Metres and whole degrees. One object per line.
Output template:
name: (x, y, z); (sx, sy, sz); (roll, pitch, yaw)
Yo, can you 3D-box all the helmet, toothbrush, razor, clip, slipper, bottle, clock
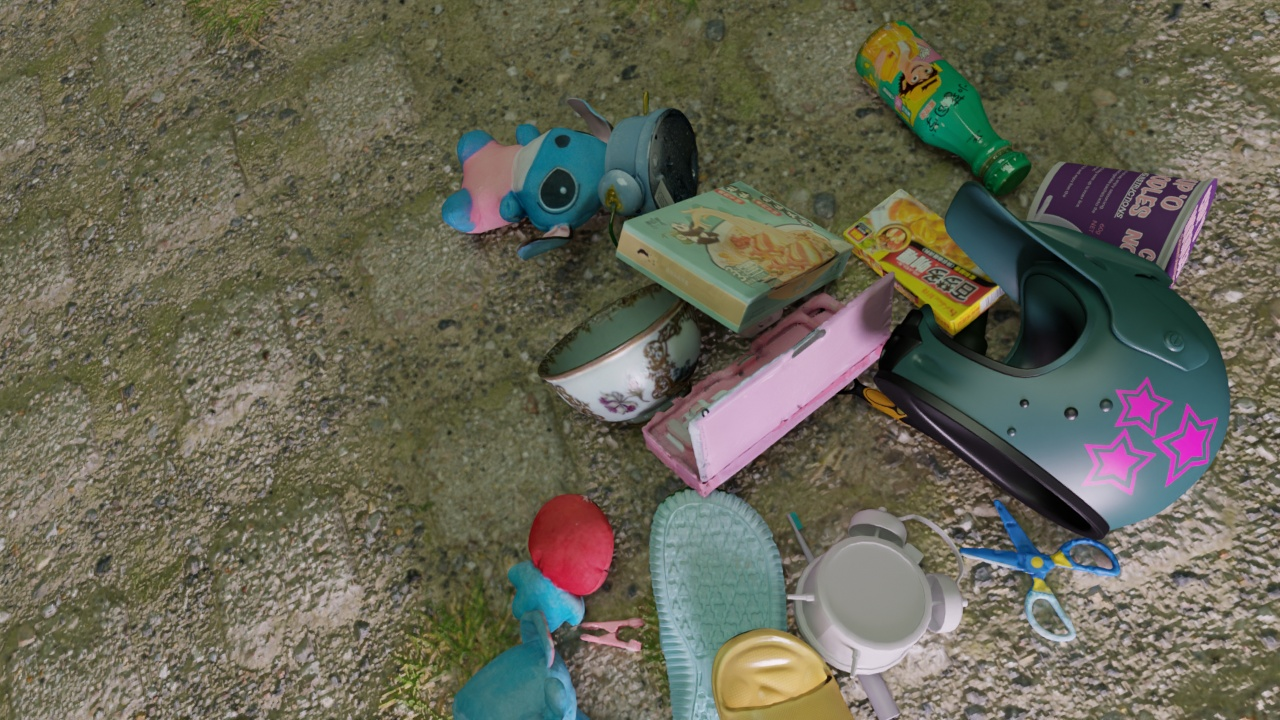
helmet: (0.329, -0.004, 0.733); (0.275, 0.176, 0.200); (37, 88, 5)
toothbrush: (0.170, 0.216, 0.791); (0.019, 0.018, 0.187); (-26, 65, 1)
razor: (0.227, 0.040, 0.845); (0.144, 0.021, 0.044); (29, 79, 20)
clip: (-0.024, 0.251, 0.828); (0.060, 0.023, 0.045); (-21, 64, 0)
slipper: (0.139, 0.330, 0.691); (0.099, 0.078, 0.263); (-16, 80, -18)
slipper: (0.071, 0.245, 0.781); (0.116, 0.069, 0.276); (-7, 77, 10)
bottle: (0.299, -0.009, 0.838); (0.033, 0.033, 0.122); (16, 74, 19)
clock: (0.008, -0.182, 0.934); (0.060, 0.118, 0.161); (7, 64, 28)
bottle: (0.301, -0.248, 0.909); (0.068, 0.068, 0.209); (-34, 65, 0)
clock: (0.200, 0.191, 0.766); (0.159, 0.061, 0.120); (-29, 66, -24)

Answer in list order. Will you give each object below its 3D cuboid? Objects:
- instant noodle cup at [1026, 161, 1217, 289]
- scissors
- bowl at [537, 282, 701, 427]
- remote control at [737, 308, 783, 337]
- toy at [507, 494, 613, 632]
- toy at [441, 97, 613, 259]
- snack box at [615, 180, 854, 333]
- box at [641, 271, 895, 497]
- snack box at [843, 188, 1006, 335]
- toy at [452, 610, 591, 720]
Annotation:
instant noodle cup: (0.413, -0.113, 0.812); (0.122, 0.122, 0.137); (27, 87, 32)
scissors: (0.333, 0.179, 0.770); (0.125, 0.016, 0.123); (8, 69, 16)
bowl: (-0.005, 0.005, 0.865); (0.160, 0.160, 0.094); (-31, 107, 1)
remote control: (0.090, -0.073, 0.904); (0.050, 0.022, 0.133); (-33, 48, 0)
toy: (-0.072, 0.188, 0.845); (0.092, 0.062, 0.133); (30, 97, 37)
toy: (-0.119, -0.183, 0.974); (0.192, 0.099, 0.223); (1, 56, 20)
snack box: (0.092, -0.102, 0.859); (0.141, 0.044, 0.193); (35, 39, 24)
box: (0.110, 0.000, 0.798); (0.232, 0.116, 0.106); (-34, 46, -17)
snack box: (0.270, -0.096, 0.866); (0.075, 0.025, 0.152); (-38, 53, -2)
toy: (-0.082, 0.312, 0.760); (0.181, 0.114, 0.183); (19, 92, 56)
